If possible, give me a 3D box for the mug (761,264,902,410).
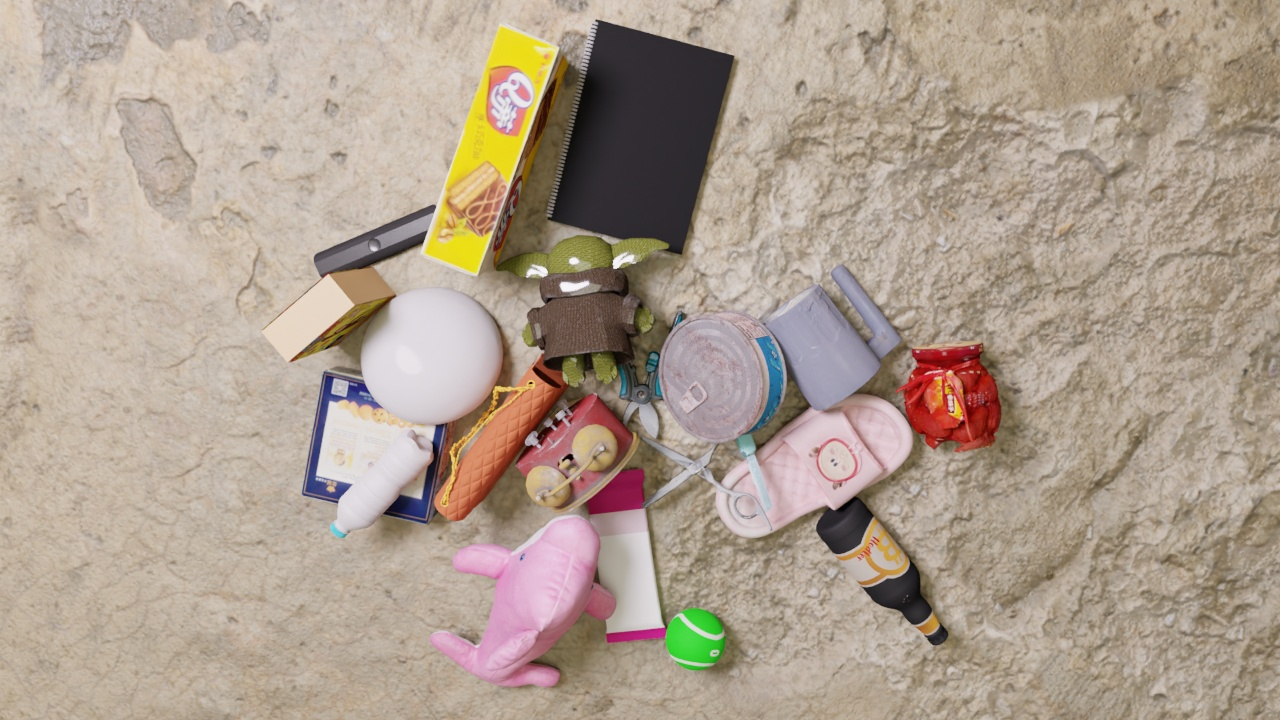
[{"bbox_3d":[0.196,-0.026,0.943,0.123,0.084,0.104,-39,93,-16],"label":"mug"}]

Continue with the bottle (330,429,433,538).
[{"bbox_3d":[-0.273,0.132,0.959,0.044,0.044,0.136,44,97,-4],"label":"bottle"}]

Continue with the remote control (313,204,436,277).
[{"bbox_3d":[-0.277,-0.125,0.978,0.147,0.015,0.033,-21,97,6],"label":"remote control"}]

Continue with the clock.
[{"bbox_3d":[-0.072,0.091,0.929,0.117,0.158,0.081,-39,101,8],"label":"clock"}]

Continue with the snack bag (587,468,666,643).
[{"bbox_3d":[-0.017,0.218,1.018,0.070,0.016,0.196,-8,98,6],"label":"snack bag"}]

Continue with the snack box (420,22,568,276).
[{"bbox_3d":[-0.142,-0.203,0.910,0.061,0.110,0.230,21,100,-3],"label":"snack box"}]

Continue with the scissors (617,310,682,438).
[{"bbox_3d":[-0.003,0.004,0.982,0.124,0.019,0.155,34,98,-2],"label":"scissors"}]

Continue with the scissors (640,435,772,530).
[{"bbox_3d":[0.073,0.120,0.971,0.175,0.014,0.141,33,86,21],"label":"scissors"}]

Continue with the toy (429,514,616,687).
[{"bbox_3d":[-0.121,0.272,0.958,0.186,0.127,0.266,24,122,-11],"label":"toy"}]

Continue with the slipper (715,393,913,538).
[{"bbox_3d":[0.180,0.113,0.971,0.222,0.055,0.107,-32,95,10],"label":"slipper"}]

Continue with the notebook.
[{"bbox_3d":[-0.003,-0.229,0.947,0.149,0.016,0.207,15,100,0],"label":"notebook"}]

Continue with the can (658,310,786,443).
[{"bbox_3d":[0.082,0.016,0.930,0.130,0.044,0.130,10,105,41],"label":"can"}]

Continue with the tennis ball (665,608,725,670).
[{"bbox_3d":[0.060,0.304,1.002,0.065,0.065,0.065,0,99,3],"label":"tennis ball"}]

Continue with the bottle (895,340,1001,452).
[{"bbox_3d":[0.314,0.039,0.932,0.099,0.099,0.111,-6,94,4],"label":"bottle"}]

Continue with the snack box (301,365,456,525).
[{"bbox_3d":[-0.282,0.091,0.998,0.144,0.042,0.145,13,99,0],"label":"snack box"}]

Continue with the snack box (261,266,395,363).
[{"bbox_3d":[-0.314,-0.049,0.936,0.088,0.125,0.040,-38,95,8],"label":"snack box"}]

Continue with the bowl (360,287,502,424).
[{"bbox_3d":[-0.220,-0.010,0.954,0.149,0.043,0.149,0,78,-2],"label":"bowl"}]

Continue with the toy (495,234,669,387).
[{"bbox_3d":[-0.056,-0.052,0.934,0.179,0.078,0.152,-6,76,11],"label":"toy"}]

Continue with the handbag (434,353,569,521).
[{"bbox_3d":[-0.148,0.076,0.955,0.060,0.108,0.172,37,99,-3],"label":"handbag"}]

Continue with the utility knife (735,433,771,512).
[{"bbox_3d":[0.107,0.079,0.960,0.022,0.015,0.165,-18,74,1],"label":"utility knife"}]

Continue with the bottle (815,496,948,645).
[{"bbox_3d":[0.266,0.232,0.983,0.059,0.059,0.181,-39,95,8],"label":"bottle"}]
